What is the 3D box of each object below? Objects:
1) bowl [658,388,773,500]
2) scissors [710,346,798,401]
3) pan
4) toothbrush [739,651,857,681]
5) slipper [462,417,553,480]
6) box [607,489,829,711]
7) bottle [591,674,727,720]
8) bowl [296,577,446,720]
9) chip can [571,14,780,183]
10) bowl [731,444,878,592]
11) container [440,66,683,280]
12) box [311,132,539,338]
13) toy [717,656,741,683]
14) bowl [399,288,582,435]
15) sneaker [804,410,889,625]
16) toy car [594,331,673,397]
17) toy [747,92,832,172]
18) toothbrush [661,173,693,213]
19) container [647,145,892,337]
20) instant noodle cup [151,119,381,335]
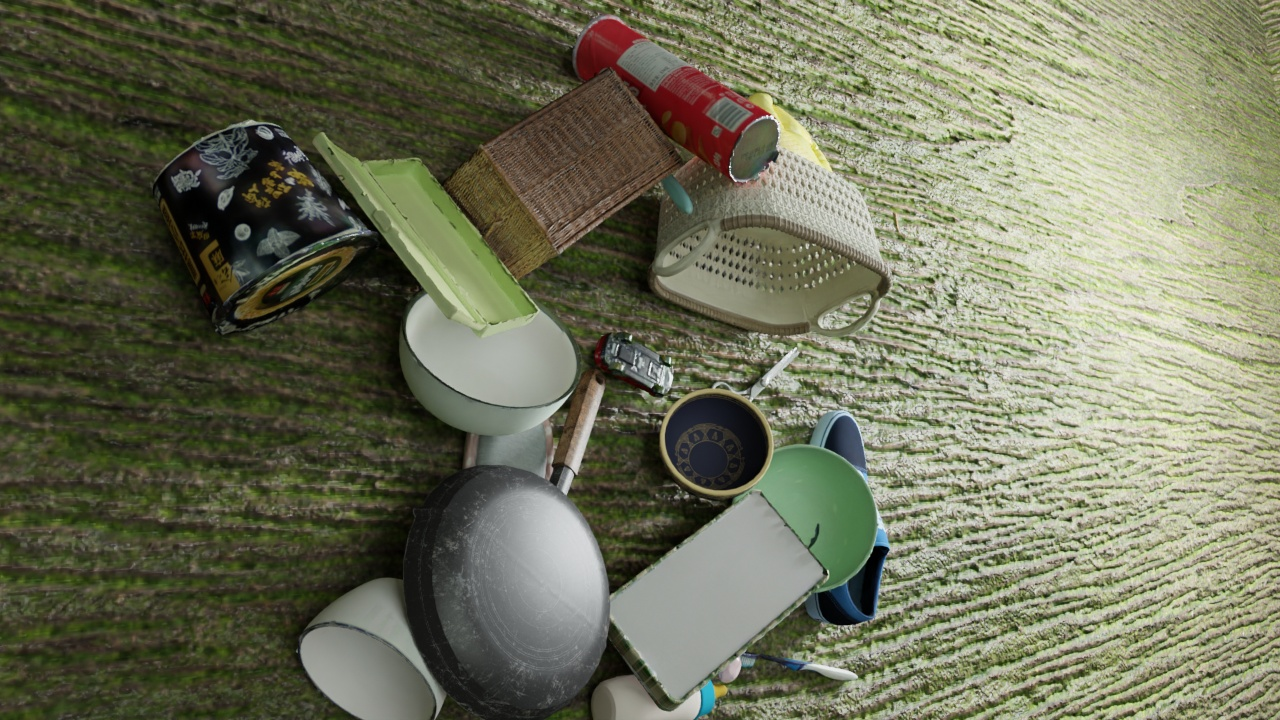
[{"bbox_3d":[0.072,0.092,0.927,0.112,0.061,0.112,2,63,-5],"label":"bowl"},{"bbox_3d":[0.130,0.041,1.018,0.170,0.014,0.095,-13,86,-34],"label":"scissors"},{"bbox_3d":[-0.074,0.123,0.768,0.207,0.040,0.355,46,39,-25],"label":"pan"},{"bbox_3d":[0.168,0.331,0.985,0.189,0.016,0.017,21,79,-31],"label":"toothbrush"},{"bbox_3d":[-0.107,0.163,0.791,0.114,0.055,0.274,5,76,-36],"label":"slipper"},{"bbox_3d":[0.068,0.218,0.854,0.205,0.050,0.117,-33,71,-28],"label":"box"},{"bbox_3d":[0.025,0.316,0.858,0.146,0.051,0.051,6,77,-35],"label":"bottle"},{"bbox_3d":[-0.189,0.215,0.689,0.116,0.117,0.065,52,35,-16],"label":"bowl"},{"bbox_3d":[0.032,-0.253,0.880,0.073,0.073,0.233,-20,49,-38],"label":"chip can"},{"bbox_3d":[0.165,0.169,0.962,0.151,0.077,0.150,0,73,-2],"label":"bowl"},{"bbox_3d":[-0.075,-0.168,0.847,0.197,0.114,0.113,-43,103,-35],"label":"container"},{"bbox_3d":[-0.174,-0.098,0.741,0.187,0.044,0.141,50,16,11],"label":"box"},{"bbox_3d":[0.093,0.266,0.923,0.063,0.047,0.109,49,57,-8],"label":"toy"},{"bbox_3d":[-0.132,0.006,0.773,0.153,0.073,0.153,18,37,-14],"label":"bowl"},{"bbox_3d":[0.243,0.172,1.020,0.083,0.098,0.241,17,70,-33],"label":"sneaker"},{"bbox_3d":[-0.005,0.005,0.910,0.091,0.036,0.042,25,66,-29],"label":"toy car"},{"bbox_3d":[0.173,-0.232,1.078,0.170,0.065,0.154,37,48,-32],"label":"toy"},{"bbox_3d":[0.013,-0.205,0.922,0.016,0.016,0.180,12,38,-42],"label":"toothbrush"},{"bbox_3d":[0.132,-0.122,0.956,0.246,0.185,0.142,17,60,-35],"label":"container"},{"bbox_3d":[-0.282,-0.100,0.677,0.137,0.138,0.112,-34,91,-36],"label":"instant noodle cup"}]
